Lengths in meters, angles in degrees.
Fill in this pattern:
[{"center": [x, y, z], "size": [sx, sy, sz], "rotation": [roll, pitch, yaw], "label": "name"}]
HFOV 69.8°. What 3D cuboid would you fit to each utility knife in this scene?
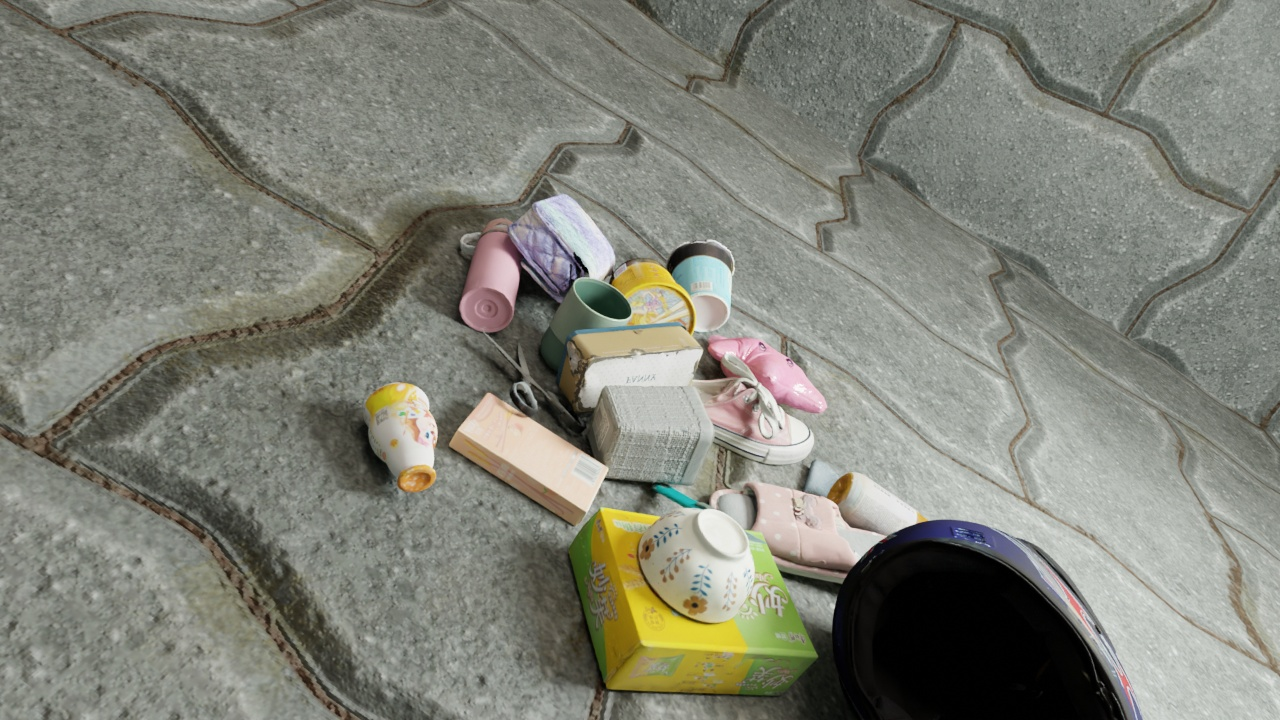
[{"center": [0.067, 0.158, 0.965], "size": [0.029, 0.013, 0.217], "rotation": [8, 5, -29], "label": "utility knife"}]

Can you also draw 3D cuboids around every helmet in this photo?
[{"center": [0.333, 0.309, 0.885], "size": [0.315, 0.247, 0.240], "rotation": [57, 11, 30], "label": "helmet"}]

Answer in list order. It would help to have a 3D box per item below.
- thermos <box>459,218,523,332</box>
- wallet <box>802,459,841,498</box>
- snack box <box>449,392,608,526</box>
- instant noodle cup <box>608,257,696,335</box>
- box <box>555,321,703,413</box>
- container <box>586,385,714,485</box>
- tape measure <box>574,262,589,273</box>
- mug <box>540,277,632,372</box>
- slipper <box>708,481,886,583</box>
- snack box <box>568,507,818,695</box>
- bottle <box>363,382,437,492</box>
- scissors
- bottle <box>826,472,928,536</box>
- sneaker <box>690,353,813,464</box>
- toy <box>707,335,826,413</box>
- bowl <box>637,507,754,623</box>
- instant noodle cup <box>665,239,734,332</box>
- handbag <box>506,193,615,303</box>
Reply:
[{"center": [-0.196, -0.116, 1.177], "size": [0.087, 0.067, 0.198], "rotation": [2, 36, -4], "label": "thermos"}, {"center": [0.269, 0.193, 1.219], "size": [0.121, 0.019, 0.097], "rotation": [36, 32, 1], "label": "wallet"}, {"center": [-0.115, 0.102, 0.965], "size": [0.157, 0.026, 0.084], "rotation": [32, 29, -2], "label": "snack box"}, {"center": [0.008, -0.078, 1.270], "size": [0.118, 0.119, 0.114], "rotation": [21, 25, -21], "label": "instant noodle cup"}, {"center": [-0.007, 0.006, 1.102], "size": [0.184, 0.090, 0.060], "rotation": [-6, 38, -36], "label": "box"}, {"center": [0.008, 0.083, 1.038], "size": [0.114, 0.090, 0.090], "rotation": [4, 35, -22], "label": "container"}, {"center": [-0.083, -0.163, 1.357], "size": [0.058, 0.057, 0.039], "rotation": [41, 27, 29], "label": "tape measure"}, {"center": [-0.064, -0.041, 1.144], "size": [0.082, 0.107, 0.111], "rotation": [38, 30, 10], "label": "mug"}, {"center": [0.211, 0.204, 1.077], "size": [0.274, 0.055, 0.114], "rotation": [19, 31, -7], "label": "slipper"}, {"center": [0.049, 0.233, 0.887], "size": [0.209, 0.070, 0.157], "rotation": [14, 34, -30], "label": "snack box"}, {"center": [-0.223, 0.073, 0.866], "size": [0.063, 0.063, 0.108], "rotation": [9, 38, -37], "label": "bottle"}, {"center": [-0.126, 0.024, 1.061], "size": [0.159, 0.014, 0.181], "rotation": [39, 14, -17], "label": "scissors"}, {"center": [0.326, 0.215, 1.165], "size": [0.189, 0.068, 0.067], "rotation": [34, 29, -7], "label": "bottle"}, {"center": [0.138, 0.064, 1.206], "size": [0.241, 0.088, 0.118], "rotation": [20, 32, -21], "label": "sneaker"}, {"center": [0.182, 0.020, 1.317], "size": [0.194, 0.075, 0.178], "rotation": [29, 8, -3], "label": "toy"}, {"center": [0.061, 0.178, 0.846], "size": [0.113, 0.062, 0.113], "rotation": [25, 31, -16], "label": "bowl"}, {"center": [0.095, -0.109, 1.417], "size": [0.111, 0.111, 0.120], "rotation": [22, 40, -20], "label": "instant noodle cup"}, {"center": [-0.103, -0.150, 1.238], "size": [0.134, 0.076, 0.193], "rotation": [50, 17, -4], "label": "handbag"}]
